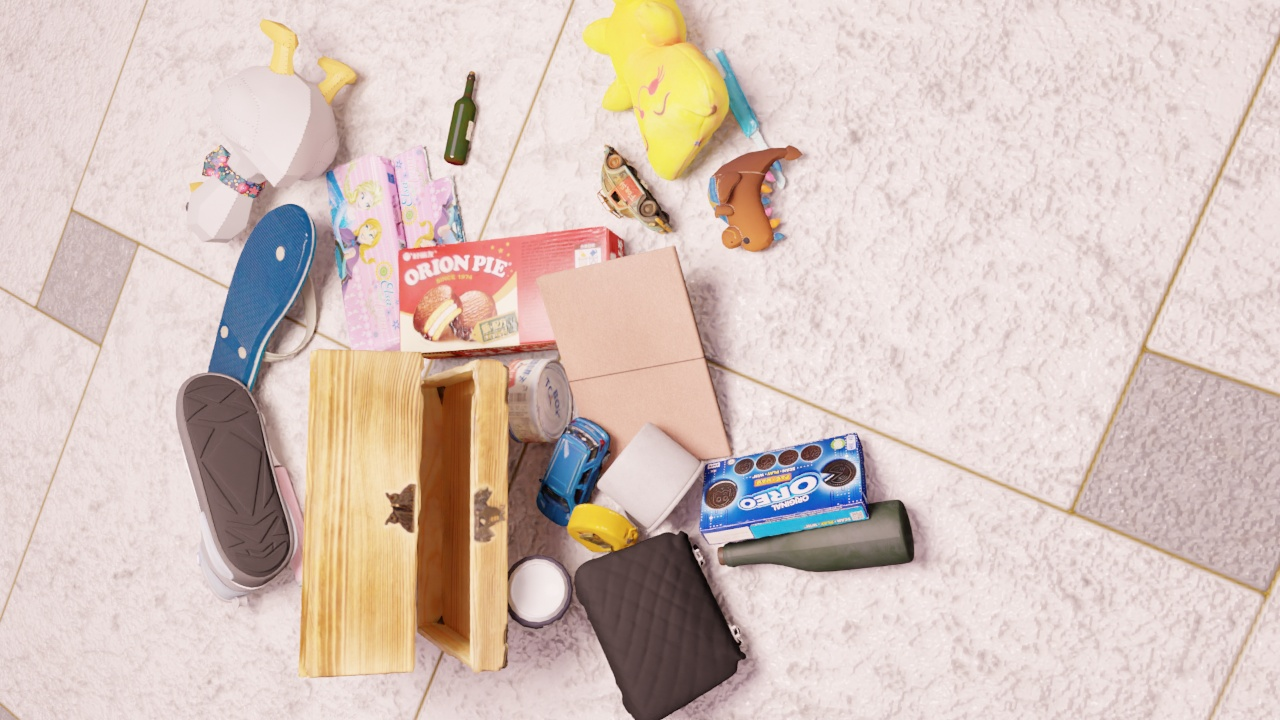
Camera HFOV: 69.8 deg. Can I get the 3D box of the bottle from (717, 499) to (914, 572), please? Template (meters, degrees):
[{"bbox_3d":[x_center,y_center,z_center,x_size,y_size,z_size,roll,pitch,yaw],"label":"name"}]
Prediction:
[{"bbox_3d":[0.152,0.165,0.824,0.174,0.055,0.055,-13,80,22],"label":"bottle"}]

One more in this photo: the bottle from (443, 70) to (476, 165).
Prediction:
[{"bbox_3d":[-0.199,-0.272,1.029,0.025,0.025,0.106,11,89,23],"label":"bottle"}]

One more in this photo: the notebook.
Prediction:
[{"bbox_3d":[-0.005,0.005,0.880,0.142,0.008,0.209,-10,107,21],"label":"notebook"}]

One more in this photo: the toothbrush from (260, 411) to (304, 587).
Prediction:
[{"bbox_3d":[-0.421,0.157,1.075,0.027,0.026,0.222,-23,76,-4],"label":"toothbrush"}]

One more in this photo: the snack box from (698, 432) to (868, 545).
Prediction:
[{"bbox_3d":[0.128,0.117,0.829,0.150,0.027,0.082,-16,37,21],"label":"snack box"}]

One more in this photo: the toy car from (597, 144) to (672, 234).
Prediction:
[{"bbox_3d":[-0.014,-0.165,0.929,0.047,0.047,0.112,-39,71,14],"label":"toy car"}]

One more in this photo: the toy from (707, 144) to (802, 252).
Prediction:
[{"bbox_3d":[0.116,-0.155,0.878,0.103,0.070,0.090,-24,93,5],"label":"toy"}]

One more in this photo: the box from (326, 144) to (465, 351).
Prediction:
[{"bbox_3d":[-0.274,-0.129,1.042,0.160,0.035,0.230,-15,80,20],"label":"box"}]

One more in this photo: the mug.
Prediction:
[{"bbox_3d":[0.004,0.117,0.873,0.070,0.084,0.113,39,134,3],"label":"mug"}]

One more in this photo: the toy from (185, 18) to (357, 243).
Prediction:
[{"bbox_3d":[-0.435,-0.246,1.059,0.247,0.140,0.267,32,94,51],"label":"toy"}]

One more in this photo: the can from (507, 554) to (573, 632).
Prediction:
[{"bbox_3d":[-0.100,0.227,0.886,0.064,0.127,0.064,2,71,-6],"label":"can"}]

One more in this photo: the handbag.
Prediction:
[{"bbox_3d":[0.020,0.248,0.867,0.125,0.115,0.153,-24,71,-6],"label":"handbag"}]

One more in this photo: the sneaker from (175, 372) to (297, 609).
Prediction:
[{"bbox_3d":[-0.487,0.153,1.065,0.161,0.092,0.256,-40,67,43],"label":"sneaker"}]

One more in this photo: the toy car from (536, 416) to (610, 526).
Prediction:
[{"bbox_3d":[-0.071,0.113,0.913,0.056,0.043,0.120,32,120,19],"label":"toy car"}]

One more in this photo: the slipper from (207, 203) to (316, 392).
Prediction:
[{"bbox_3d":[-0.443,-0.057,1.092,0.118,0.060,0.295,41,113,26],"label":"slipper"}]

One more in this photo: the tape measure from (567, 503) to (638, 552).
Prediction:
[{"bbox_3d":[-0.040,0.164,0.889,0.068,0.059,0.030,-14,49,43],"label":"tape measure"}]

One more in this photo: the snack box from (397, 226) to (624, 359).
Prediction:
[{"bbox_3d":[-0.134,-0.067,0.951,0.237,0.060,0.113,-4,84,16],"label":"snack box"}]

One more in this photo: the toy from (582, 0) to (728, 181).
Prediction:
[{"bbox_3d":[0.020,-0.284,0.908,0.193,0.087,0.135,64,150,20],"label":"toy"}]

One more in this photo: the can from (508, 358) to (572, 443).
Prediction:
[{"bbox_3d":[-0.105,0.041,0.925,0.043,0.086,0.086,-2,84,20],"label":"can"}]

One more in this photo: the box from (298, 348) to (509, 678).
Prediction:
[{"bbox_3d":[-0.230,0.144,0.891,0.176,0.248,0.279,0,83,-17],"label":"box"}]

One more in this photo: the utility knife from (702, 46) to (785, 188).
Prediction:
[{"bbox_3d":[0.102,-0.240,0.907,0.022,0.015,0.168,-30,74,27],"label":"utility knife"}]
